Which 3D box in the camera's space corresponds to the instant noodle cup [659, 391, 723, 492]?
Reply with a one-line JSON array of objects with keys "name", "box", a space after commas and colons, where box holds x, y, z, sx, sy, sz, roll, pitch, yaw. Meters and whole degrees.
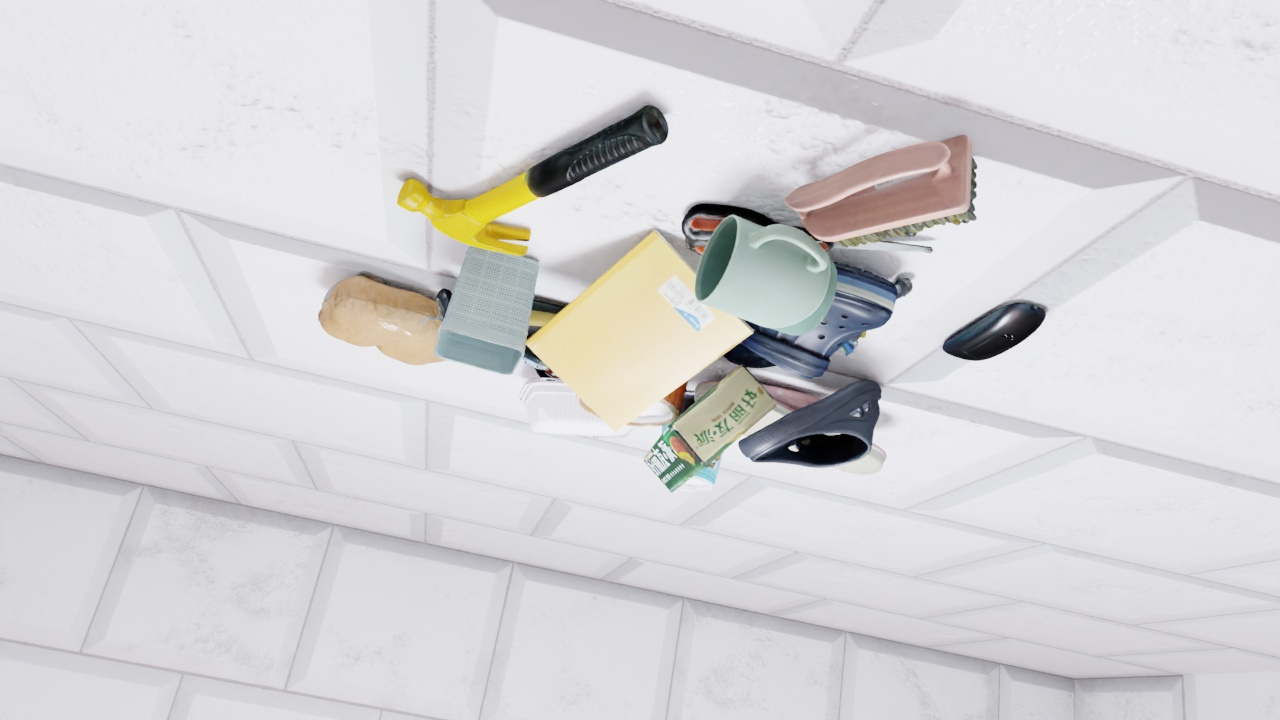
[{"name": "instant noodle cup", "box": [0.075, 0.119, 1.299, 0.111, 0.120, 0.111, 9, 158, 4]}]

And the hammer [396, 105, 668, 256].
[{"name": "hammer", "box": [-0.091, -0.159, 0.819, 0.128, 0.032, 0.302, 28, 153, -37]}]

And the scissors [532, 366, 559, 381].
[{"name": "scissors", "box": [-0.124, 0.002, 1.248, 0.214, 0.015, 0.197, 13, 158, -2]}]

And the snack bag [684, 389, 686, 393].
[{"name": "snack bag", "box": [0.028, 0.019, 1.206, 0.048, 0.026, 0.104, -8, 154, 13]}]

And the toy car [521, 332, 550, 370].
[{"name": "toy car", "box": [-0.145, -0.024, 1.149, 0.105, 0.048, 0.031, 29, 155, -37]}]

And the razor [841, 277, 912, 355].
[{"name": "razor", "box": [0.240, -0.052, 0.947, 0.042, 0.022, 0.143, 54, 153, 9]}]

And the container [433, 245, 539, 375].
[{"name": "container", "box": [-0.164, -0.057, 0.994, 0.090, 0.111, 0.090, 15, 158, -13]}]

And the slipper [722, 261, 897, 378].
[{"name": "slipper", "box": [0.155, -0.028, 0.950, 0.105, 0.095, 0.253, 17, 161, -20]}]

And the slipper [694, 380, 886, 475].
[{"name": "slipper", "box": [0.203, 0.080, 1.230, 0.274, 0.054, 0.114, 22, 153, -3]}]

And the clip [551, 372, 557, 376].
[{"name": "clip", "box": [-0.100, 0.015, 1.229, 0.024, 0.028, 0.057, -1, 159, 23]}]

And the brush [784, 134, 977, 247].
[{"name": "brush", "box": [0.188, -0.131, 0.723, 0.146, 0.063, 0.073, -9, 155, 43]}]

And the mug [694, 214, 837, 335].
[{"name": "mug", "box": [0.119, -0.079, 0.807, 0.106, 0.082, 0.112, 19, 149, -14]}]

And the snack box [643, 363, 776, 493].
[{"name": "snack box", "box": [0.076, 0.088, 1.103, 0.063, 0.114, 0.240, 49, 165, 7]}]

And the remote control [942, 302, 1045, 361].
[{"name": "remote control", "box": [0.364, -0.023, 0.953, 0.053, 0.024, 0.137, 16, 157, -10]}]

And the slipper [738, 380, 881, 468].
[{"name": "slipper", "box": [0.210, 0.091, 1.070, 0.111, 0.083, 0.267, -35, 166, 35]}]

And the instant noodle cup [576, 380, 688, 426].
[{"name": "instant noodle cup", "box": [-0.006, 0.006, 1.076, 0.151, 0.111, 0.151, 9, 158, 4]}]

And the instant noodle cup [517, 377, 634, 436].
[{"name": "instant noodle cup", "box": [-0.080, 0.069, 1.279, 0.173, 0.060, 0.138, 2, 166, -14]}]

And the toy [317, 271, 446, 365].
[{"name": "toy", "box": [-0.286, -0.038, 1.149, 0.225, 0.082, 0.144, 24, 160, -37]}]

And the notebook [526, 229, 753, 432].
[{"name": "notebook", "box": [-0.006, -0.024, 0.956, 0.146, 0.010, 0.207, 45, 122, -12]}]

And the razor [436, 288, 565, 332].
[{"name": "razor", "box": [-0.156, -0.050, 1.078, 0.167, 0.067, 0.062, 6, 159, -7]}]

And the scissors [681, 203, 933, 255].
[{"name": "scissors", "box": [0.149, -0.114, 0.833, 0.235, 0.021, 0.125, -2, 154, 29]}]
